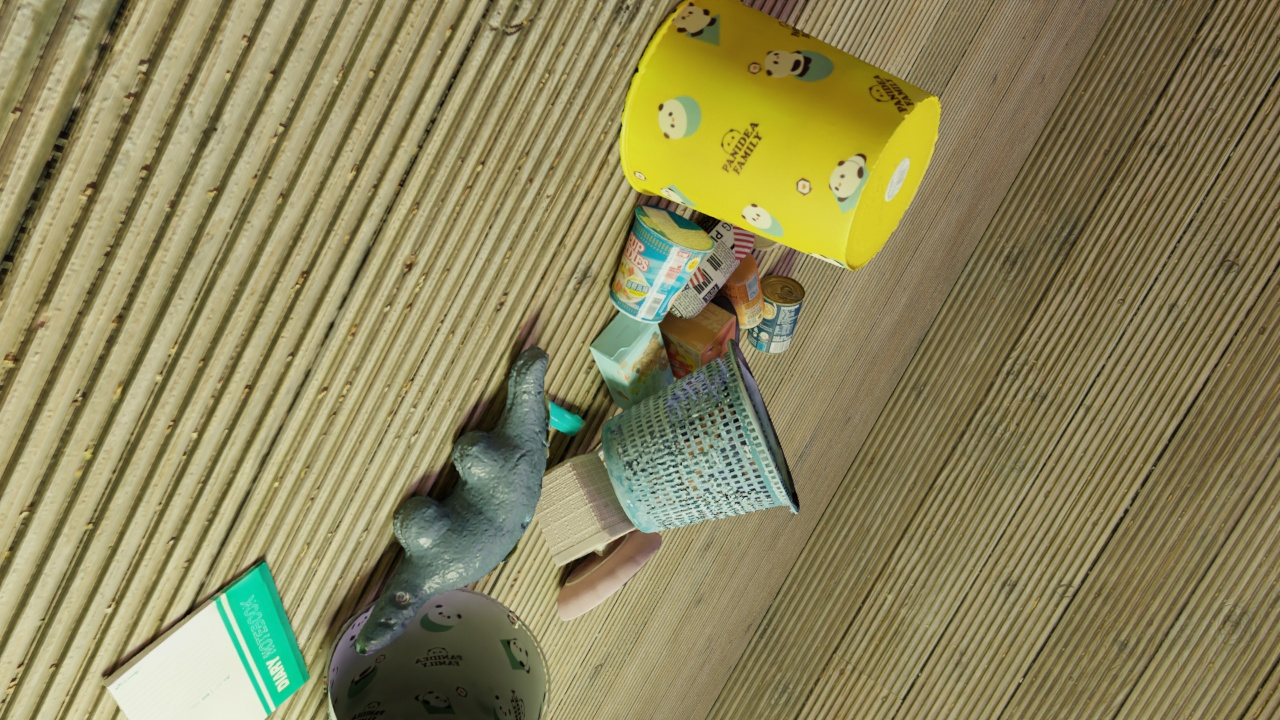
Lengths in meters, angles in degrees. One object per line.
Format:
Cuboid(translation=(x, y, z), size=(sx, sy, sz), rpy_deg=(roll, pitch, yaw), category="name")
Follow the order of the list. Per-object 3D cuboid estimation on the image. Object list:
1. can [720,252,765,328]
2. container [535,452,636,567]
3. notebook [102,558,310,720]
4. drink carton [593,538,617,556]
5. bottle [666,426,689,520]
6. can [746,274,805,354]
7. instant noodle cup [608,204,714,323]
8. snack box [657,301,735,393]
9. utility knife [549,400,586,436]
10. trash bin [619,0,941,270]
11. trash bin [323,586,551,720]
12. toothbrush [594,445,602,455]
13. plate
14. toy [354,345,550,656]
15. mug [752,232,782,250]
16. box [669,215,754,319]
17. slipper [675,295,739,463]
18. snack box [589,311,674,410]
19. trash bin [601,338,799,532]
Cuboid(translation=(0.147, -0.102, 1.338), size=(0.058, 0.058, 0.146), rpy_deg=(-53, 156, -13), category="can")
Cuboid(translation=(-0.076, 0.182, 1.142), size=(0.090, 0.111, 0.090), rpy_deg=(-32, 169, 26), category="container")
Cuboid(translation=(-0.377, 0.285, 0.822), size=(0.150, 0.012, 0.210), rpy_deg=(-41, 150, -37), category="notebook")
Cuboid(translation=(-0.040, 0.226, 1.364), size=(0.122, 0.053, 0.046), rpy_deg=(-47, 156, -24), category="drink carton")
Cuboid(translation=(0.061, 0.182, 1.504), size=(0.057, 0.057, 0.175), rpy_deg=(-9, 127, -60), category="bottle")
Cuboid(translation=(0.219, -0.073, 1.493), size=(0.075, 0.075, 0.111), rpy_deg=(-39, 150, -38), category="can")
Cuboid(translation=(0.017, -0.105, 1.045), size=(0.099, 0.099, 0.110), rpy_deg=(-19, 142, -56), category="instant noodle cup")
Cuboid(translation=(0.066, -0.028, 1.222), size=(0.076, 0.093, 0.094), rpy_deg=(-47, 154, -26), category="snack box")
Cuboid(translation=(-0.106, 0.061, 1.089), size=(0.029, 0.013, 0.174), rpy_deg=(-59, 153, -6), category="utility knife")
Cuboid(translation=(0.147, -0.229, 0.943), size=(0.229, 0.255, 0.230), rpy_deg=(-44, 151, -31), category="trash bin")
Cuboid(translation=(-0.236, 0.415, 1.009), size=(0.228, 0.229, 0.253), rpy_deg=(-32, 150, -46), category="trash bin")
Cuboid(translation=(-0.056, 0.121, 1.256), size=(0.179, 0.016, 0.016), rpy_deg=(-40, 144, -35), category="toothbrush")
Cuboid(translation=(-0.054, 0.311, 1.374), size=(0.192, 0.039, 0.192), rpy_deg=(-38, -178, 2), category="plate")
Cuboid(translation=(-0.175, 0.157, 0.972), size=(0.356, 0.091, 0.138), rpy_deg=(-58, 144, -8), category="toy")
Cuboid(translation=(0.185, -0.196, 1.291), size=(0.105, 0.081, 0.115), rpy_deg=(-29, 172, -46), category="mug")
Cuboid(translation=(0.082, -0.120, 1.156), size=(0.163, 0.086, 0.076), rpy_deg=(-48, 143, -19), category="box")
Cuboid(translation=(0.088, 0.032, 1.345), size=(0.083, 0.110, 0.269), rpy_deg=(-6, 121, -16), category="slipper")
Cuboid(translation=(-0.007, 0.007, 1.170), size=(0.074, 0.051, 0.175), rpy_deg=(-51, 155, -16), category="snack box")
Cuboid(translation=(0.066, 0.111, 1.133), size=(0.195, 0.226, 0.226), rpy_deg=(-21, 157, 9), category="trash bin")
